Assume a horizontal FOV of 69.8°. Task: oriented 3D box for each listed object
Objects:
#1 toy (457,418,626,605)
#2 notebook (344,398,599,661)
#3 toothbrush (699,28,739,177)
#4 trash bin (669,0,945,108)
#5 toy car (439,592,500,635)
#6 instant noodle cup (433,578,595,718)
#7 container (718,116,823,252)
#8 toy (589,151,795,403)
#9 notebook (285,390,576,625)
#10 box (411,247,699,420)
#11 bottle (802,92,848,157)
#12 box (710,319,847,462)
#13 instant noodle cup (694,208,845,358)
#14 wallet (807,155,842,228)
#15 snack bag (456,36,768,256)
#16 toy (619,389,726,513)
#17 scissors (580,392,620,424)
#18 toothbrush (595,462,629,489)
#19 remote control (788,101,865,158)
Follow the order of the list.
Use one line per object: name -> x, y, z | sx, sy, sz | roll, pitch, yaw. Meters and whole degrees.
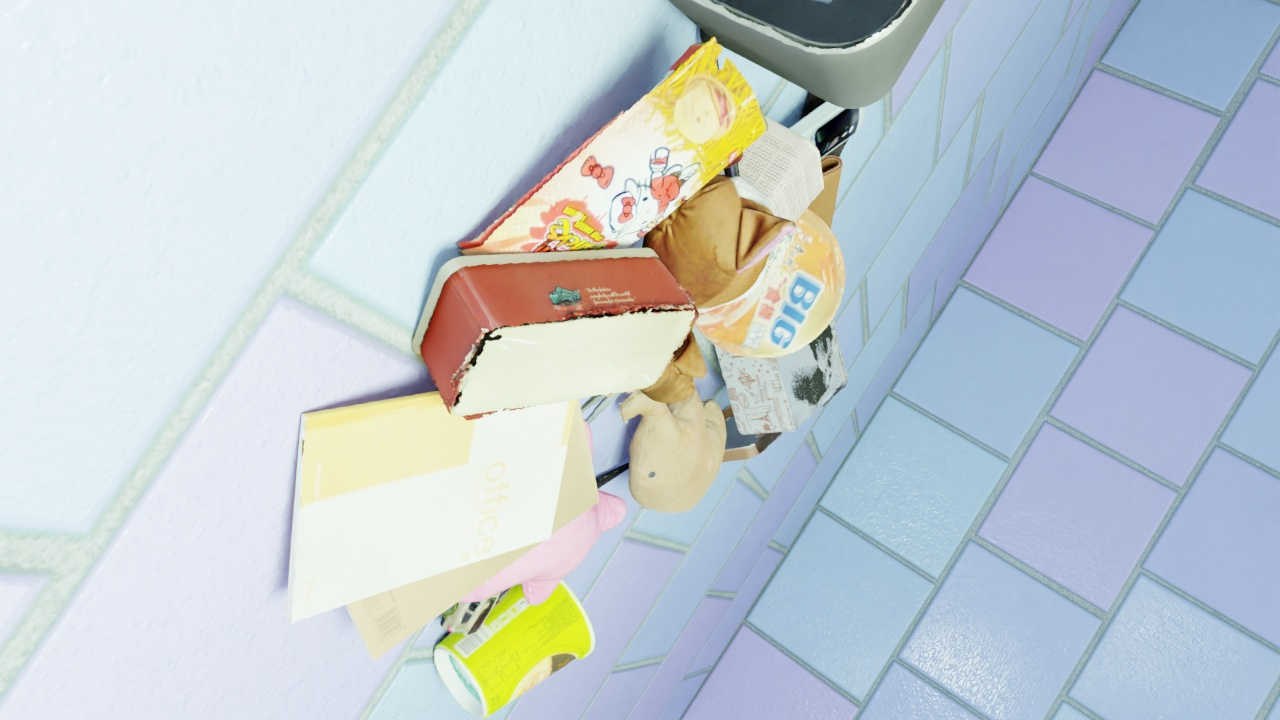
toy -> -0.095, 0.138, 0.768 | 0.178, 0.074, 0.195 | -42, 143, -16
notebook -> -0.121, 0.106, 0.653 | 0.211, 0.012, 0.150 | -32, 133, -28
toothbrush -> 0.065, -0.171, 0.697 | 0.016, 0.014, 0.189 | -72, 153, -60
trash bin -> 0.099, -0.261, 0.519 | 0.199, 0.199, 0.219 | -60, 167, 10
toy car -> -0.144, 0.202, 0.822 | 0.090, 0.035, 0.042 | -62, 162, 2
instant noodle cup -> -0.126, 0.271, 0.874 | 0.123, 0.112, 0.112 | -32, 148, -35
container -> 0.087, -0.141, 0.788 | 0.111, 0.090, 0.090 | -54, 159, -4
toy -> 0.038, -0.061, 0.701 | 0.130, 0.140, 0.200 | 3, 131, -38
notebook -> -0.131, 0.083, 0.611 | 0.205, 0.010, 0.146 | -9, 120, -44
box -> -0.048, -0.013, 0.586 | 0.168, 0.077, 0.092 | -8, 142, -39
bottle -> 0.198, -0.247, 0.952 | 0.079, 0.044, 0.195 | -37, 153, -29
box -> 0.136, 0.018, 1.149 | 0.180, 0.206, 0.158 | -32, 104, -49
instant noodle cup -> 0.120, -0.073, 0.891 | 0.151, 0.151, 0.111 | -59, 168, 2
wallet -> 0.163, -0.150, 0.985 | 0.107, 0.031, 0.132 | -27, 150, -12
snack bag -> -0.016, -0.114, 0.605 | 0.208, 0.073, 0.128 | -42, 160, 1
toy -> 0.030, 0.097, 0.987 | 0.226, 0.082, 0.143 | 30, 73, -67
scissors -> -0.003, 0.012, 0.904 | 0.163, 0.014, 0.165 | -60, 158, 7
toothbrush -> -0.026, 0.120, 1.002 | 0.180, 0.016, 0.018 | -23, 134, -59
remote control -> 0.156, -0.205, 0.887 | 0.150, 0.021, 0.058 | -36, 154, -7
